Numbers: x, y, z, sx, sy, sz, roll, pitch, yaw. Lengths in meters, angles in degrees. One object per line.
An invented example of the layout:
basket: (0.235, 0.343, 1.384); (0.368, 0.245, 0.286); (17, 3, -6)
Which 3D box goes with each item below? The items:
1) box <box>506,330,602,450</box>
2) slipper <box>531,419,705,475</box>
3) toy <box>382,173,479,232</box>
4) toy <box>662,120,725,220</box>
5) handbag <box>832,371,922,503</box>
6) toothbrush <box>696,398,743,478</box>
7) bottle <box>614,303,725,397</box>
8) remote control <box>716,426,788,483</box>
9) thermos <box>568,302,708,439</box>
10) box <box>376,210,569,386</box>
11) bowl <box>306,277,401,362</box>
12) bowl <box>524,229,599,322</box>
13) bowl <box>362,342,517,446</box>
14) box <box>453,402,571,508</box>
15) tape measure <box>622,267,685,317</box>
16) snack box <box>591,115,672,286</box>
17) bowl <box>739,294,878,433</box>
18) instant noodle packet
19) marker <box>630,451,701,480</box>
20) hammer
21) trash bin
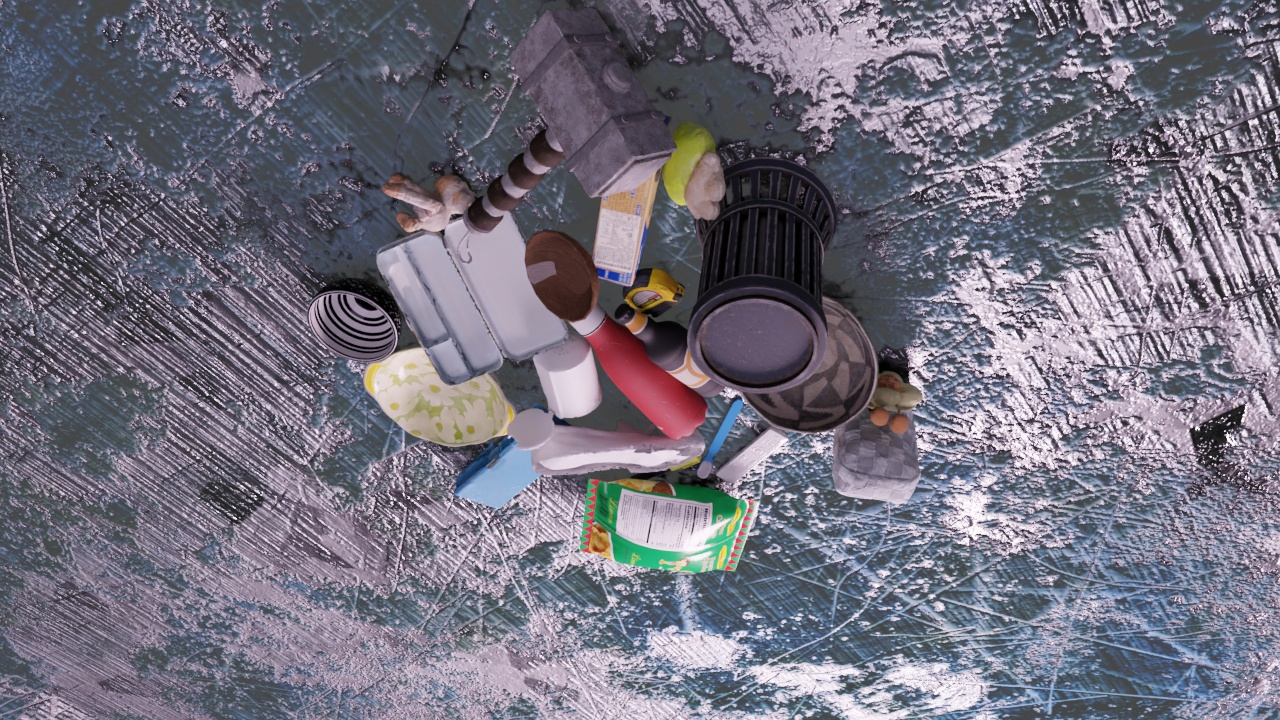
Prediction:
box: (-0.123, 0.038, 1.218); (0.080, 0.150, 0.106); (31, 149, 39)
slipper: (-0.031, 0.120, 1.297); (0.246, 0.074, 0.112); (0, 167, -9)
toy: (-0.242, -0.189, 1.074); (0.106, 0.085, 0.074); (-8, 98, -7)
toy: (0.060, -0.199, 0.987); (0.046, 0.115, 0.092); (-4, 136, -26)
handbag: (0.299, 0.090, 1.155); (0.112, 0.171, 0.124); (10, 133, 1)
toothbrush: (0.114, 0.115, 1.319); (0.016, 0.014, 0.167); (17, 132, -5)
bottle: (0.038, -0.018, 1.162); (0.059, 0.059, 0.181); (-32, 130, 32)
remote control: (0.161, 0.137, 1.332); (0.033, 0.012, 0.131); (29, 131, -18)
thermos: (-0.007, 0.007, 1.205); (0.073, 0.073, 0.240); (-28, 121, 30)
box: (-0.209, -0.080, 1.157); (0.189, 0.037, 0.209); (-23, 116, 5)
bowl: (-0.370, -0.064, 1.214); (0.120, 0.066, 0.120); (5, 132, 6)
bowl: (-0.088, -0.105, 1.093); (0.118, 0.030, 0.118); (27, 133, 32)
bowl: (-0.275, 0.036, 1.291); (0.219, 0.060, 0.189); (18, 132, -7)
box: (-0.189, 0.148, 1.397); (0.093, 0.052, 0.232); (22, 134, -31)
tape measure: (0.014, -0.088, 1.139); (0.064, 0.037, 0.066); (28, 144, -21)
snack box: (-0.013, -0.184, 1.047); (0.056, 0.057, 0.207); (15, 133, 2)
bowl: (0.209, -0.003, 1.138); (0.179, 0.081, 0.178); (7, 109, 22)
instant noodle packet: (0.038, 0.256, 1.409); (0.252, 0.090, 0.196); (8, 136, -2)
marker: (0.037, 0.162, 1.374); (0.124, 0.017, 0.021); (-26, 122, 31)
hammer: (-0.119, -0.211, 0.993); (0.327, 0.079, 0.177); (-34, 85, 43)
trash bin: (0.130, -0.088, 0.988); (0.164, 0.226, 0.164); (5, 132, 6)
